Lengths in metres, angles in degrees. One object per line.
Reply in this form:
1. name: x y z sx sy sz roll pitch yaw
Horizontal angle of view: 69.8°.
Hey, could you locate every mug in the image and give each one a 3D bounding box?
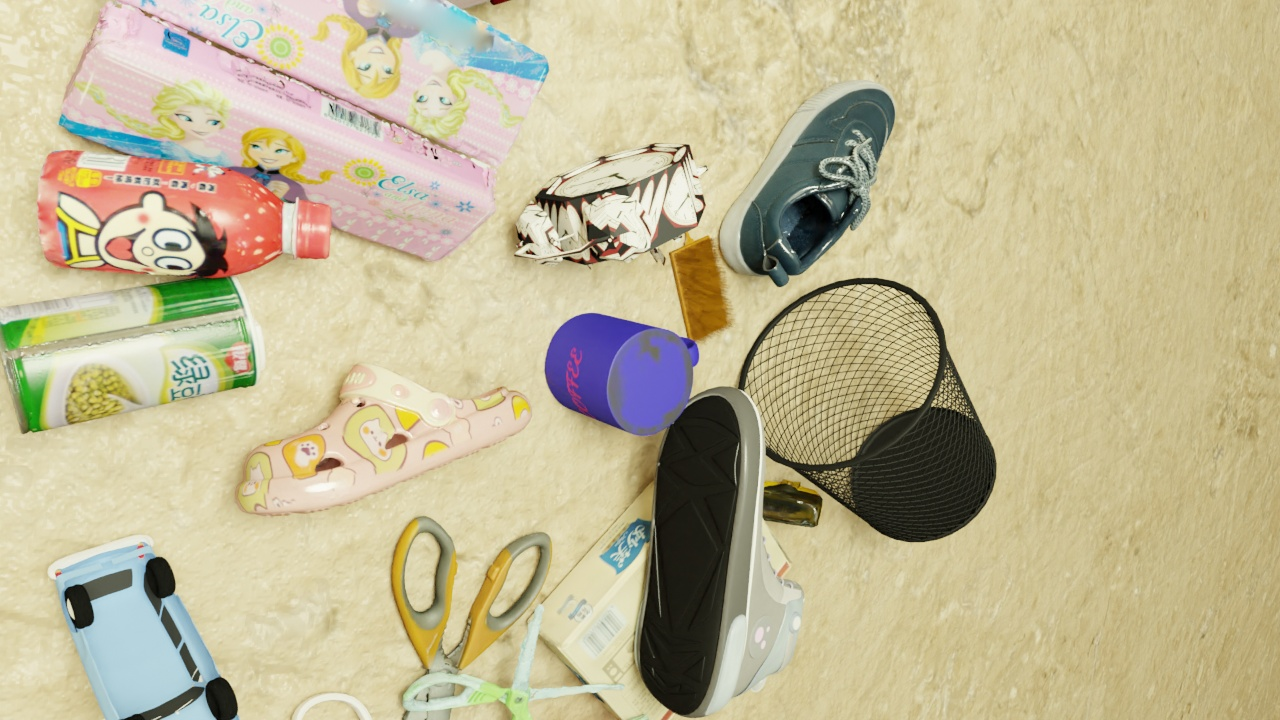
1. mug: -0.004 0.004 0.701 0.111 0.084 0.079 -19 111 -33
2. mug: -0.207 0.285 0.626 0.076 0.075 0.111 11 68 -39

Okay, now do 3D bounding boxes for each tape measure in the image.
1. tape measure: 0.135 0.130 0.850 0.064 0.066 0.037 2 97 -75

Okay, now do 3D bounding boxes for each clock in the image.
1. clock: -0.021 -0.096 0.640 0.154 0.115 0.065 -43 124 -43

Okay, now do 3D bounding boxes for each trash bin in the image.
1. trash bin: 0.219 0.060 0.835 0.210 0.184 0.184 42 74 -42

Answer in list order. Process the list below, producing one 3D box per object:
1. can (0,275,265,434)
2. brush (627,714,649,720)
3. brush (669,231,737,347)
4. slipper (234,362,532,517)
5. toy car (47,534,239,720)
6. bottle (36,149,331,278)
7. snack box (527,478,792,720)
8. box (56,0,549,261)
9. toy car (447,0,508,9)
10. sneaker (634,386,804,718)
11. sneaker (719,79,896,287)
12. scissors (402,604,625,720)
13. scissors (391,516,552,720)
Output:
1. can: -0.276 -0.006 0.501 0.120 0.067 0.067 -15 109 -34
2. brush: -0.077 0.319 0.685 0.217 0.012 0.033 -11 108 -40
3. brush: 0.049 -0.079 0.765 0.048 0.017 0.126 -27 116 -30
4. slipper: -0.166 0.040 0.593 0.196 0.093 0.081 -18 91 -35
5. toy car: -0.272 0.168 0.507 0.056 0.153 0.055 -17 148 -43
6. bottle: -0.239 -0.075 0.495 0.137 0.062 0.062 3 99 -18
7. snack box: 0.024 0.198 0.786 0.207 0.055 0.153 -46 124 -20
8. box: -0.174 -0.142 0.511 0.230 0.061 0.161 18 124 -38
9. toy car: -0.135 -0.236 0.556 0.169 0.062 0.070 -26 115 -19
10. sneaker: 0.085 0.149 0.738 0.160 0.093 0.257 4 96 -46
11. sneaker: 0.162 -0.157 0.789 0.235 0.087 0.089 -52 125 -16
12. scissors: -0.093 0.255 0.693 0.172 0.021 0.172 5 111 -17
13. scissors: -0.153 0.214 0.680 0.175 0.016 0.225 37 80 -37
